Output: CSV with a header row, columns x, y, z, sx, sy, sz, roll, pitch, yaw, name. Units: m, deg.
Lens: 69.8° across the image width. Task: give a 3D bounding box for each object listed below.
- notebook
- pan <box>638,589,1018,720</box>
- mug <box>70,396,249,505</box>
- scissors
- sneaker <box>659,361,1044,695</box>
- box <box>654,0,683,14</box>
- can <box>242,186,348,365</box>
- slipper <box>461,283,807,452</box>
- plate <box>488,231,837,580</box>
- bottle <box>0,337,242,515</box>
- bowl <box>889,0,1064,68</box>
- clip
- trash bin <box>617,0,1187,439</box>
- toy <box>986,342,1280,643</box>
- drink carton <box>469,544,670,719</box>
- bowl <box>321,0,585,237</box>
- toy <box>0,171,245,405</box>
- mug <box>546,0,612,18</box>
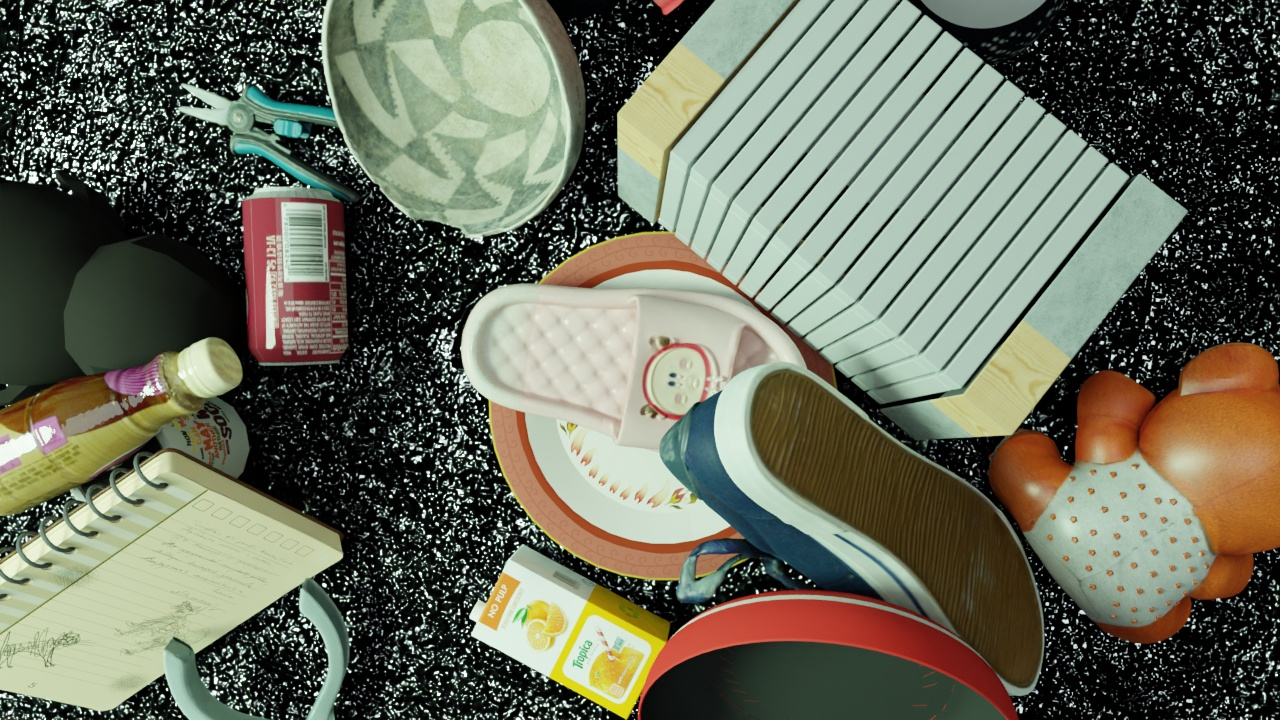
x,y,z,sx,sy,sz,roll,pitch,yaw,name
-0.332,0.151,0.593,0.225,0.167,0.024,-33,51,7,notebook
0.052,0.240,0.562,0.357,0.067,0.209,-32,116,34,pan
-0.325,0.077,0.615,0.073,0.089,0.105,18,94,5,mug
-0.244,-0.157,0.630,0.149,0.019,0.123,-17,95,12,scissors
0.125,0.118,0.556,0.294,0.128,0.120,37,56,-20,sneaker
0.095,-0.308,0.405,0.121,0.319,0.210,34,77,1,box
-0.229,-0.055,0.612,0.063,0.063,0.114,-1,93,6,can
-0.003,0.003,0.570,0.221,0.055,0.107,12,92,4,slipper
0.013,0.031,0.611,0.230,0.021,0.230,0,93,6,plate
-0.313,0.034,0.535,0.166,0.059,0.059,-24,90,5,bottle
0.205,-0.244,0.553,0.120,0.066,0.120,0,93,6,bowl
-0.273,0.242,0.628,0.159,0.030,0.174,-7,98,-6,clip
0.127,-0.089,0.519,0.247,0.142,0.142,40,85,3,trash bin
0.321,0.078,0.552,0.173,0.092,0.164,-38,86,19,toy
-0.048,0.178,0.616,0.122,0.040,0.058,27,95,4,drink carton
-0.103,-0.173,0.571,0.178,0.081,0.179,15,129,20,bowl
-0.353,-0.038,0.586,0.184,0.140,0.159,14,82,2,toy
-0.031,-0.267,0.564,0.122,0.094,0.085,-9,92,6,mug
